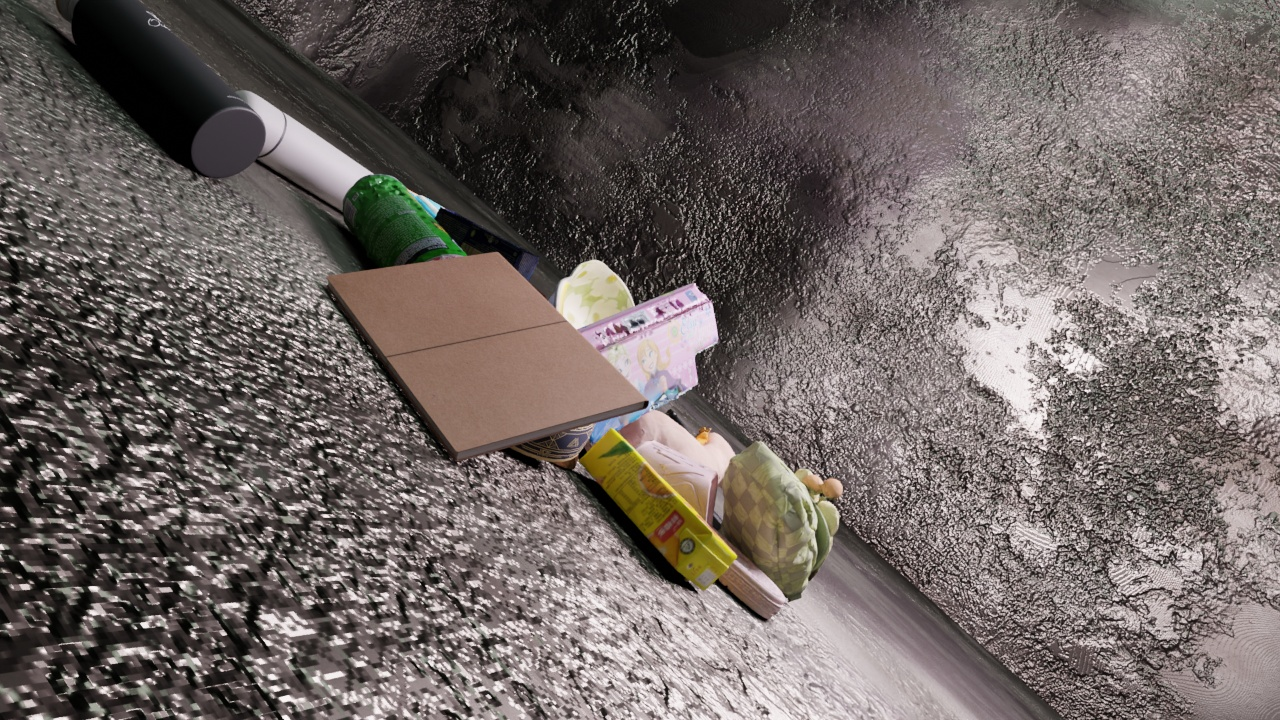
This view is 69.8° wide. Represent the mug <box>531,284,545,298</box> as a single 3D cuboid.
[{"bbox_3d":[-0.162,-0.063,0.975,0.082,0.073,0.106,39,-24,-21],"label":"mug"}]

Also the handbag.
[{"bbox_3d":[0.143,0.150,0.900,0.113,0.116,0.187,51,-17,31],"label":"handbag"}]

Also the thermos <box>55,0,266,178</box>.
[{"bbox_3d":[-0.383,-0.232,0.710,0.231,0.061,0.061,42,4,19],"label":"thermos"}]

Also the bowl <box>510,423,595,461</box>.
[{"bbox_3d":[-0.075,0.014,0.681,0.112,0.061,0.112,31,21,-14],"label":"bowl"}]

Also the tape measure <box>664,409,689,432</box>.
[{"bbox_3d":[0.050,0.104,1.172,0.067,0.038,0.063,46,-18,57],"label":"tape measure"}]

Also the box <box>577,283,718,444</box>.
[{"bbox_3d":[-0.004,0.006,0.866,0.229,0.085,0.096,-25,78,-49],"label":"box"}]

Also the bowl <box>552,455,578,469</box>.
[{"bbox_3d":[-0.088,0.041,0.744,0.114,0.026,0.102,43,4,28],"label":"bowl"}]

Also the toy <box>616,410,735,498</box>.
[{"bbox_3d":[0.044,0.088,1.003,0.196,0.065,0.264,58,17,5],"label":"toy"}]

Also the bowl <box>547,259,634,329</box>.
[{"bbox_3d":[-0.055,-0.009,0.981,0.219,0.060,0.188,40,43,-54],"label":"bowl"}]

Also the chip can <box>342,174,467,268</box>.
[{"bbox_3d":[-0.214,-0.104,0.842,0.075,0.075,0.223,37,5,-41],"label":"chip can"}]

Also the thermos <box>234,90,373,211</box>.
[{"bbox_3d":[-0.326,-0.196,0.929,0.052,0.052,0.224,43,4,31],"label":"thermos"}]

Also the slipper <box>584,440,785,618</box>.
[{"bbox_3d":[0.045,0.125,0.817,0.239,0.064,0.094,43,4,11],"label":"slipper"}]

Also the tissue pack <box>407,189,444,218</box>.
[{"bbox_3d":[-0.233,-0.140,1.072,0.117,0.066,0.209,28,8,-34],"label":"tissue pack"}]

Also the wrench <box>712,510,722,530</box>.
[{"bbox_3d":[0.041,0.131,1.075,0.073,0.018,0.273,36,7,-43],"label":"wrench"}]

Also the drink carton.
[{"bbox_3d":[0.012,0.116,0.718,0.134,0.043,0.058,42,-4,38],"label":"drink carton"}]

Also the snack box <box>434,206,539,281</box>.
[{"bbox_3d":[-0.162,-0.086,0.869,0.027,0.082,0.150,20,9,-47],"label":"snack box"}]

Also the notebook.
[{"bbox_3d":[-0.110,-0.014,0.635,0.141,0.008,0.209,-14,42,-35],"label":"notebook"}]
